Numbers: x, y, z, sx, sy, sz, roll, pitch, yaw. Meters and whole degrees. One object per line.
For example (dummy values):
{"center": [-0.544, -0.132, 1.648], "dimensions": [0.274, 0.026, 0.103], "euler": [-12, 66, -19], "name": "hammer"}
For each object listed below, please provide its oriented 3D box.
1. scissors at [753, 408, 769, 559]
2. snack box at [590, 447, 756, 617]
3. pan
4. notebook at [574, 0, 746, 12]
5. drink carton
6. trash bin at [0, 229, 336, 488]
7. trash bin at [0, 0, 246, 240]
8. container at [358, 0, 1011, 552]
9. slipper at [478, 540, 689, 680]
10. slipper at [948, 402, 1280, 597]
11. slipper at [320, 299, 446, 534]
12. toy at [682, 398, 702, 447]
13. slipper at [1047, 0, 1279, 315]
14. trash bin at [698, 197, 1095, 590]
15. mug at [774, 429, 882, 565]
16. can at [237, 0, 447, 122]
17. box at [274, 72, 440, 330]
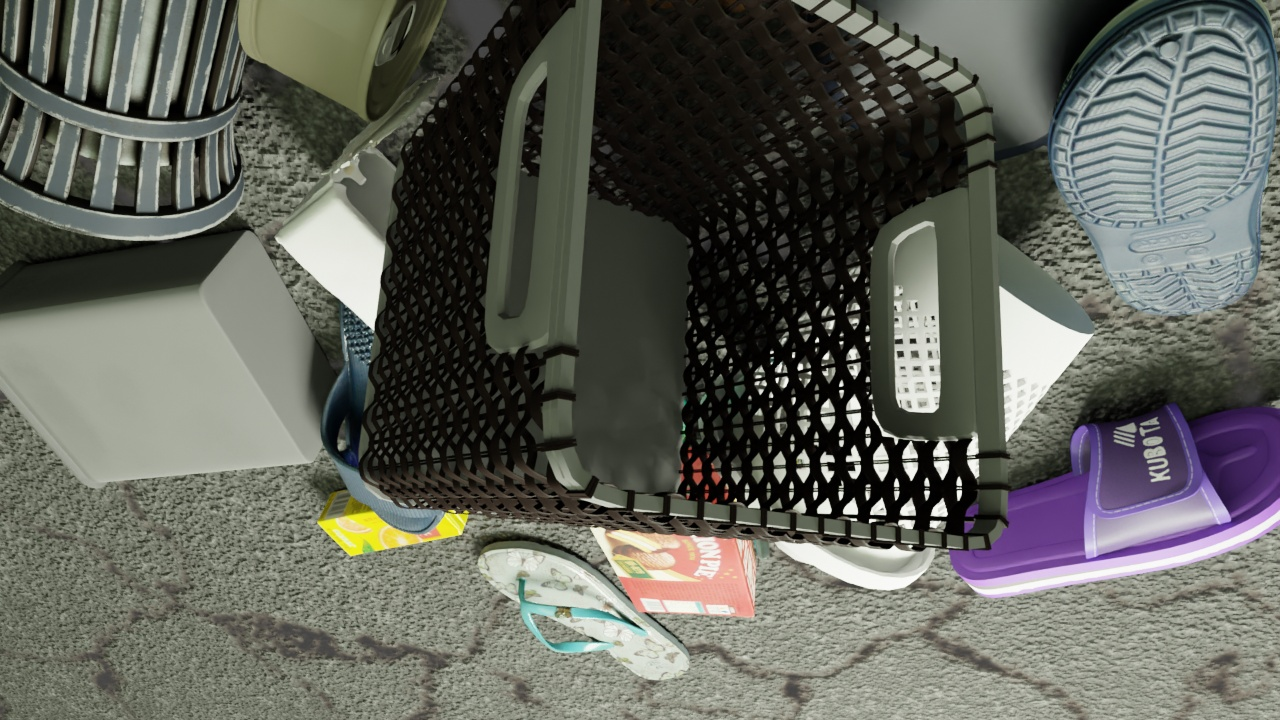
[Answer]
{"center": [0.106, 0.103, 0.738], "dimensions": [0.019, 0.124, 0.157], "euler": [-17, 129, -33], "name": "scissors"}
{"center": [0.033, 0.152, 0.780], "dimensions": [0.113, 0.060, 0.236], "euler": [-1, 147, 13], "name": "snack box"}
{"center": [0.118, -0.210, 0.532], "dimensions": [0.356, 0.021, 0.199], "euler": [7, 130, 5], "name": "pan"}
{"center": [-0.010, -0.296, 0.419], "dimensions": [0.179, 0.014, 0.250], "euler": [13, 119, 23], "name": "notebook"}
{"center": [-0.233, 0.145, 0.878], "dimensions": [0.135, 0.042, 0.058], "euler": [-14, 128, 22], "name": "drink carton"}
{"center": [-0.390, 0.004, 0.752], "dimensions": [0.220, 0.097, 0.192], "euler": [-6, 128, 14], "name": "trash bin"}
{"center": [-0.288, -0.209, 0.519], "dimensions": [0.164, 0.163, 0.228], "euler": [26, 126, -12], "name": "trash bin"}
{"center": [0.009, -0.031, 0.483], "dimensions": [0.245, 0.247, 0.244], "euler": [13, 163, -33], "name": "container"}
{"center": [-0.051, 0.269, 0.942], "dimensions": [0.268, 0.054, 0.098], "euler": [38, 124, -22], "name": "slipper"}
{"center": [0.348, 0.098, 0.697], "dimensions": [0.267, 0.107, 0.084], "euler": [-30, 119, 35], "name": "slipper"}
{"center": [-0.217, 0.050, 0.747], "dimensions": [0.101, 0.082, 0.264], "euler": [14, 123, 15], "name": "slipper"}
{"center": [-0.004, 0.004, 0.705], "dimensions": [0.131, 0.072, 0.193], "euler": [18, 142, 49], "name": "toy"}
{"center": [0.304, -0.119, 0.535], "dimensions": [0.105, 0.095, 0.253], "euler": [-3, 148, 32], "name": "slipper"}
{"center": [0.174, 0.012, 0.612], "dimensions": [0.195, 0.195, 0.200], "euler": [28, 119, -13], "name": "trash bin"}
{"center": [0.167, 0.112, 0.765], "dimensions": [0.105, 0.073, 0.090], "euler": [0, 135, -24], "name": "mug"}
{"center": [-0.158, -0.209, 0.512], "dimensions": [0.073, 0.127, 0.128], "euler": [26, 129, -9], "name": "can"}
{"center": [-0.161, -0.118, 0.611], "dimensions": [0.137, 0.108, 0.128], "euler": [-33, 115, 16], "name": "box"}
